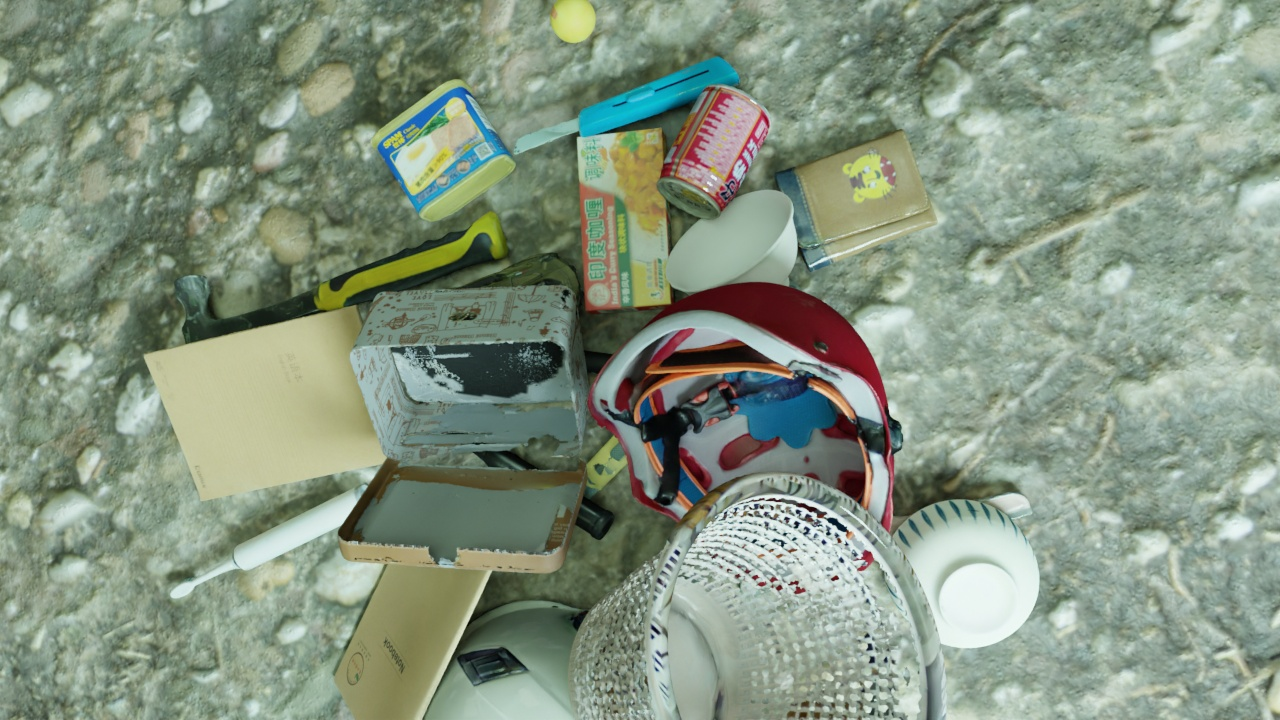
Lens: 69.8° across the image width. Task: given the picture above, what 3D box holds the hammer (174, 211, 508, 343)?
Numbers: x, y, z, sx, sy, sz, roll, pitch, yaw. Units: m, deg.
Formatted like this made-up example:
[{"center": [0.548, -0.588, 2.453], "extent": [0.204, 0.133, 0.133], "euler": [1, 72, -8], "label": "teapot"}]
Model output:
[{"center": [-0.275, -0.061, 0.849], "extent": [0.323, 0.032, 0.126], "euler": [-17, 85, 9], "label": "hammer"}]

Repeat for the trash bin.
[{"center": [0.056, 0.209, 0.621], "extent": [0.227, 0.193, 0.227], "euler": [14, 62, -27], "label": "trash bin"}]

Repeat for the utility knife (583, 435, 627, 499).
[{"center": [-0.013, 0.077, 0.808], "extent": [0.031, 0.021, 0.207], "euler": [46, 100, 14], "label": "utility knife"}]

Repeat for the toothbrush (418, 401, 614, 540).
[{"center": [-0.117, 0.092, 0.813], "extent": [0.213, 0.026, 0.027], "euler": [30, 86, 16], "label": "toothbrush"}]

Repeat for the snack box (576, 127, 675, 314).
[{"center": [-0.012, -0.121, 0.805], "extent": [0.077, 0.027, 0.155], "euler": [-4, 87, 11], "label": "snack box"}]

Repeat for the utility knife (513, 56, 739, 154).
[{"center": [-0.015, -0.218, 0.797], "extent": [0.204, 0.018, 0.034], "euler": [-20, 64, 0], "label": "utility knife"}]

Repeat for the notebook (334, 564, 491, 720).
[{"center": [-0.197, 0.224, 0.788], "extent": [0.148, 0.008, 0.207], "euler": [29, 94, 51], "label": "notebook"}]

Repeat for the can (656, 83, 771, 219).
[{"center": [0.060, -0.173, 0.767], "extent": [0.066, 0.066, 0.093], "euler": [26, 82, 10], "label": "can"}]

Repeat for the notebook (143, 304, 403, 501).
[{"center": [-0.333, 0.042, 0.840], "extent": [0.212, 0.012, 0.149], "euler": [-12, 106, 9], "label": "notebook"}]

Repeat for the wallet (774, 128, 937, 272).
[{"center": [0.180, -0.134, 0.770], "extent": [0.115, 0.033, 0.090], "euler": [-19, 84, 5], "label": "wallet"}]

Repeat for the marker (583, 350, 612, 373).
[{"center": [-0.005, 0.005, 0.797], "extent": [0.132, 0.020, 0.022], "euler": [6, 65, 16], "label": "marker"}]

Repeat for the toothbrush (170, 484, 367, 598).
[{"center": [-0.346, 0.173, 0.855], "extent": [0.221, 0.026, 0.027], "euler": [-26, 105, 8], "label": "toothbrush"}]

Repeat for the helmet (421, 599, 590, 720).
[{"center": [-0.069, 0.327, 0.734], "extent": [0.274, 0.157, 0.230], "euler": [33, 93, 10], "label": "helmet"}]

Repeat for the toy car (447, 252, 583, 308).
[{"center": [-0.126, -0.044, 0.817], "extent": [0.158, 0.042, 0.070], "euler": [-21, 84, 11], "label": "toy car"}]

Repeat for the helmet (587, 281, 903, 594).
[{"center": [0.096, 0.043, 0.695], "extent": [0.207, 0.143, 0.240], "euler": [-17, 114, 32], "label": "helmet"}]

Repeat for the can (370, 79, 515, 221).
[{"center": [-0.175, -0.185, 0.823], "extent": [0.102, 0.057, 0.083], "euler": [-33, 85, 8], "label": "can"}]

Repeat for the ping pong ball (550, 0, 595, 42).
[{"center": [-0.060, -0.303, 0.813], "extent": [0.040, 0.040, 0.040], "euler": [0, 88, 10], "label": "ping pong ball"}]

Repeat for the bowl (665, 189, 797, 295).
[{"center": [0.087, -0.078, 0.760], "extent": [0.118, 0.118, 0.065], "euler": [-36, 120, 7], "label": "bowl"}]

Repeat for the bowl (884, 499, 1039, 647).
[{"center": [0.254, 0.173, 0.716], "extent": [0.116, 0.066, 0.116], "euler": [1, 101, 6], "label": "bowl"}]

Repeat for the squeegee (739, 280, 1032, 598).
[{"center": [0.161, 0.048, 0.763], "extent": [0.248, 0.040, 0.249], "euler": [-20, 84, 10], "label": "squeegee"}]

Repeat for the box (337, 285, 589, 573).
[{"center": [-0.141, 0.059, 0.724], "extent": [0.183, 0.193, 0.157], "euler": [-2, 128, 6], "label": "box"}]
